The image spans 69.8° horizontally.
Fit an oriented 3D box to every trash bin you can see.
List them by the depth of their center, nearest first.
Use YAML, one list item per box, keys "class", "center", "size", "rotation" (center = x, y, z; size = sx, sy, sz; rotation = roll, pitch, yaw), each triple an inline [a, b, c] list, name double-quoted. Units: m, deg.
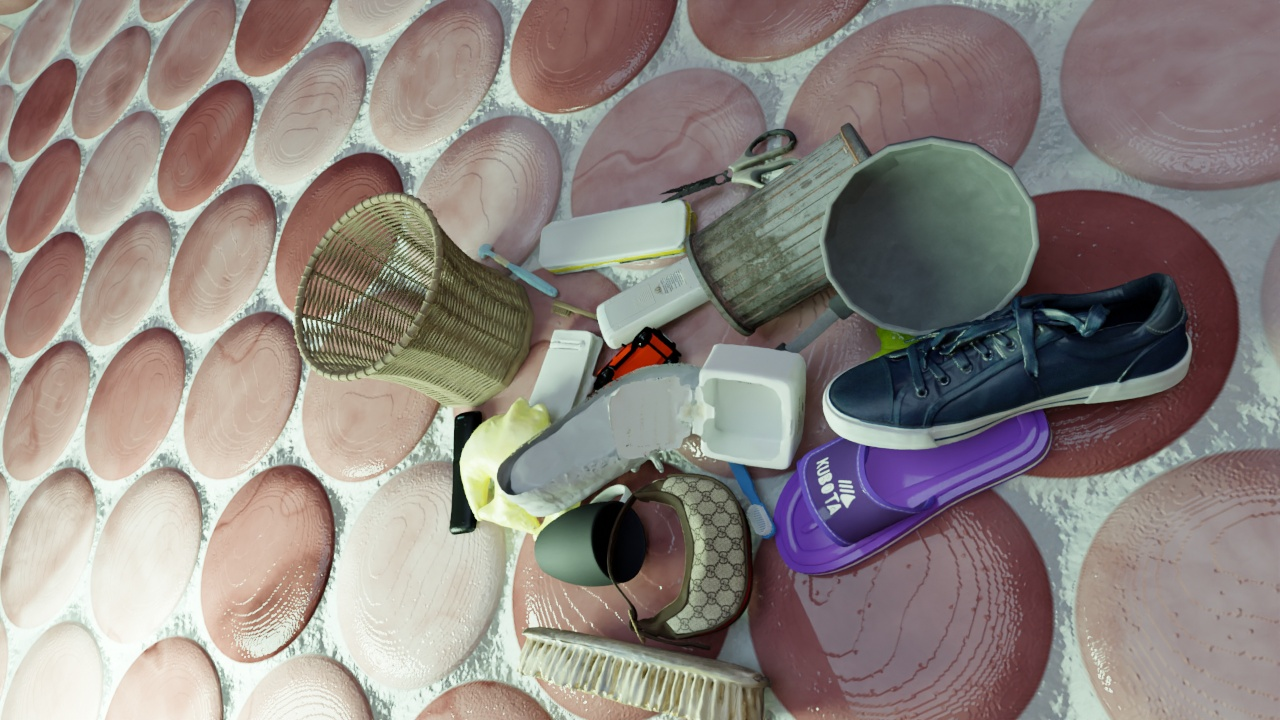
- class: "trash bin"
  center: [0.164, -0.129, 0.907]
  size: [0.211, 0.130, 0.130]
  rotation: [-32, 58, 20]

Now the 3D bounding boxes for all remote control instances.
- class: "remote control"
  center: [0.015, -0.066, 1.026]
  size: [0.138, 0.025, 0.060]
  rotation: [-28, 50, 11]
- class: "remote control"
  center: [-0.214, 0.135, 1.114]
  size: [0.041, 0.020, 0.151]
  rotation: [-14, 67, 29]

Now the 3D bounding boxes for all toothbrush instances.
- class: "toothbrush"
  center: [0.095, 0.107, 0.918]
  size: [0.016, 0.014, 0.166]
  rotation: [-49, 44, 27]
- class: "toothbrush"
  center: [-0.044, -0.046, 1.076]
  size: [0.167, 0.016, 0.016]
  rotation: [19, 83, 36]
- class: "toothbrush"
  center: [-0.157, -0.115, 1.174]
  size: [0.155, 0.016, 0.022]
  rotation: [32, 81, 36]

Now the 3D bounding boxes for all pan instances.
- class: "pan"
  center: [0.193, -0.057, 0.844]
  size: [0.178, 0.041, 0.358]
  rotation: [42, 123, -6]

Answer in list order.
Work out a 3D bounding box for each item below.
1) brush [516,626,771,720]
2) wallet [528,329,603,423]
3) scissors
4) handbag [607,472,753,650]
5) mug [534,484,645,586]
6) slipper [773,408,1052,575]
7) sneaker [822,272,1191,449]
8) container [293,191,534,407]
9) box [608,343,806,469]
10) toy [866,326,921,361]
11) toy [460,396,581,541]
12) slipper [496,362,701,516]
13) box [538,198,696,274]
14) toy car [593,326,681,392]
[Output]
- class: "brush"
  center: [-0.002, 0.301, 0.879]
  size: [0.272, 0.083, 0.056]
  rotation: [1, 72, 32]
- class: "wallet"
  center: [-0.087, 0.021, 1.073]
  size: [0.086, 0.032, 0.116]
  rotation: [13, 82, 46]
- class: "scissors"
  center: [0.104, -0.200, 1.023]
  size: [0.169, 0.012, 0.131]
  rotation: [-42, 59, -3]
- class: "handbag"
  center: [0.038, 0.194, 0.888]
  size: [0.138, 0.063, 0.166]
  rotation: [-6, 69, 12]
- class: "mug"
  center: [-0.053, 0.182, 0.967]
  size: [0.100, 0.085, 0.118]
  rotation: [-17, 34, 38]
- class: "slipper"
  center: [0.223, 0.096, 0.812]
  size: [0.267, 0.084, 0.107]
  rotation: [-30, 59, 20]
- class: "sneaker"
  center: [0.288, -0.010, 0.746]
  size: [0.295, 0.127, 0.120]
  rotation: [-15, 40, 15]
- class: "container"
  center: [-0.263, -0.058, 1.107]
  size: [0.227, 0.196, 0.226]
  rotation: [-12, 66, 28]
- class: "box"
  center: [0.067, 0.044, 0.886]
  size: [0.190, 0.111, 0.083]
  rotation: [-1, 28, 6]
- class: "toy"
  center: [0.246, -0.002, 0.866]
  size: [0.094, 0.036, 0.093]
  rotation: [-14, 59, 23]
- class: "toy"
  center: [-0.133, 0.120, 1.041]
  size: [0.171, 0.064, 0.155]
  rotation: [14, 95, 30]
- class: "slipper"
  center: [-0.028, 0.085, 0.958]
  size: [0.247, 0.075, 0.112]
  rotation: [-31, 60, -2]
- class: "box"
  center: [-0.030, -0.146, 1.097]
  size: [0.210, 0.033, 0.064]
  rotation: [-5, 72, 32]
- class: "toy car"
  center: [-0.006, 0.006, 1.008]
  size: [0.100, 0.051, 0.048]
  rotation: [-45, 23, 13]
